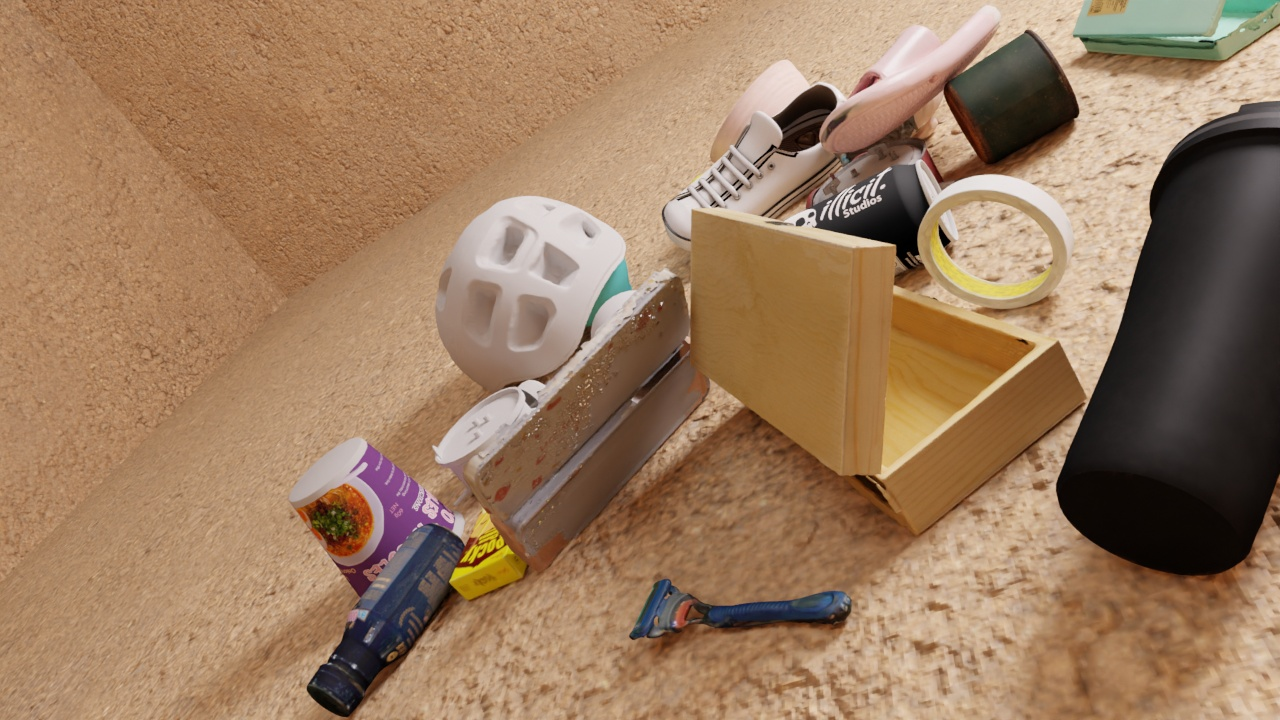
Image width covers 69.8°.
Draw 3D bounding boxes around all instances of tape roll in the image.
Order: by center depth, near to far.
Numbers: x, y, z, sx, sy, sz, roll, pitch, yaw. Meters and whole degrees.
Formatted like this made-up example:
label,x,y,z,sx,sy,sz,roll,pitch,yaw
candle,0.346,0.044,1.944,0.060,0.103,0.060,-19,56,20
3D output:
label,x,y,z,sx,sy,sz,roll,pitch,yaw
tape roll,0.229,-0.076,0.597,0.094,0.094,0.019,-11,33,48

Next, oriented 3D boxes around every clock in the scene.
label,x,y,z,sx,sy,sz,roll,pitch,yaw
clock,0.207,-0.158,0.846,0.110,0.062,0.157,-39,21,-5
clock,-0.128,0.067,0.895,0.159,0.061,0.119,-35,21,7

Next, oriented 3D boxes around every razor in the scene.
label,x,y,z,sx,sy,sz,roll,pitch,yaw
razor,0.056,0.143,0.518,0.141,0.018,0.043,-13,31,39

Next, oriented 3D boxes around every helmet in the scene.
label,x,y,z,sx,sy,sz,roll,pitch,yaw
helmet,-0.137,-0.076,1.063,0.224,0.184,0.283,-57,0,-13

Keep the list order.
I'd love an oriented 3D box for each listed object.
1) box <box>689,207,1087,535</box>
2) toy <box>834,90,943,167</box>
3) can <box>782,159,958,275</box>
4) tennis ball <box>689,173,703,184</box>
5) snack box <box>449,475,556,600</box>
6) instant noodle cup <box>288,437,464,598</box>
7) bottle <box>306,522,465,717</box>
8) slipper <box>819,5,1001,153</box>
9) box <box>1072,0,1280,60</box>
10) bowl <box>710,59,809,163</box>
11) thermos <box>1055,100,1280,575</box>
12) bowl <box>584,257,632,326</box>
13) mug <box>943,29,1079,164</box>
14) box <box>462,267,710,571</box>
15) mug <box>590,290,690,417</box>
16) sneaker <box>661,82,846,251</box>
label,x,y,z,sx,sy,sz,roll,pitch,yaw
box,0.119,-0.008,0.590,0.142,0.184,0.248,-58,20,3
toy,0.265,-0.253,0.937,0.175,0.076,0.133,-44,7,-14
can,0.173,-0.098,0.746,0.146,0.080,0.080,-25,24,28
tennis ball,0.086,-0.192,1.092,0.065,0.065,0.065,-31,22,14
snack box,-0.111,0.134,0.779,0.061,0.025,0.148,-28,23,24
instant noodle cup,-0.248,0.145,0.834,0.122,0.122,0.136,-29,23,18
bottle,-0.199,0.203,0.730,0.056,0.056,0.160,-16,29,42
slipper,0.236,-0.251,0.812,0.221,0.055,0.107,-37,-8,-23
box,0.437,-0.306,0.773,0.077,0.080,0.188,-35,21,7
bowl,0.161,-0.279,1.112,0.153,0.076,0.153,-46,-11,-12
thermos,0.264,-0.013,0.418,0.106,0.106,0.218,-3,44,55
bowl,-0.044,-0.077,1.062,0.121,0.046,0.121,-46,24,26
mug,0.318,-0.222,0.795,0.081,0.085,0.111,-31,-9,19
box,-0.033,0.044,0.688,0.043,0.151,0.216,29,63,36
mug,-0.005,0.005,0.828,0.120,0.083,0.096,-63,18,12
sneaker,0.127,-0.216,0.996,0.245,0.097,0.091,-33,57,-1
